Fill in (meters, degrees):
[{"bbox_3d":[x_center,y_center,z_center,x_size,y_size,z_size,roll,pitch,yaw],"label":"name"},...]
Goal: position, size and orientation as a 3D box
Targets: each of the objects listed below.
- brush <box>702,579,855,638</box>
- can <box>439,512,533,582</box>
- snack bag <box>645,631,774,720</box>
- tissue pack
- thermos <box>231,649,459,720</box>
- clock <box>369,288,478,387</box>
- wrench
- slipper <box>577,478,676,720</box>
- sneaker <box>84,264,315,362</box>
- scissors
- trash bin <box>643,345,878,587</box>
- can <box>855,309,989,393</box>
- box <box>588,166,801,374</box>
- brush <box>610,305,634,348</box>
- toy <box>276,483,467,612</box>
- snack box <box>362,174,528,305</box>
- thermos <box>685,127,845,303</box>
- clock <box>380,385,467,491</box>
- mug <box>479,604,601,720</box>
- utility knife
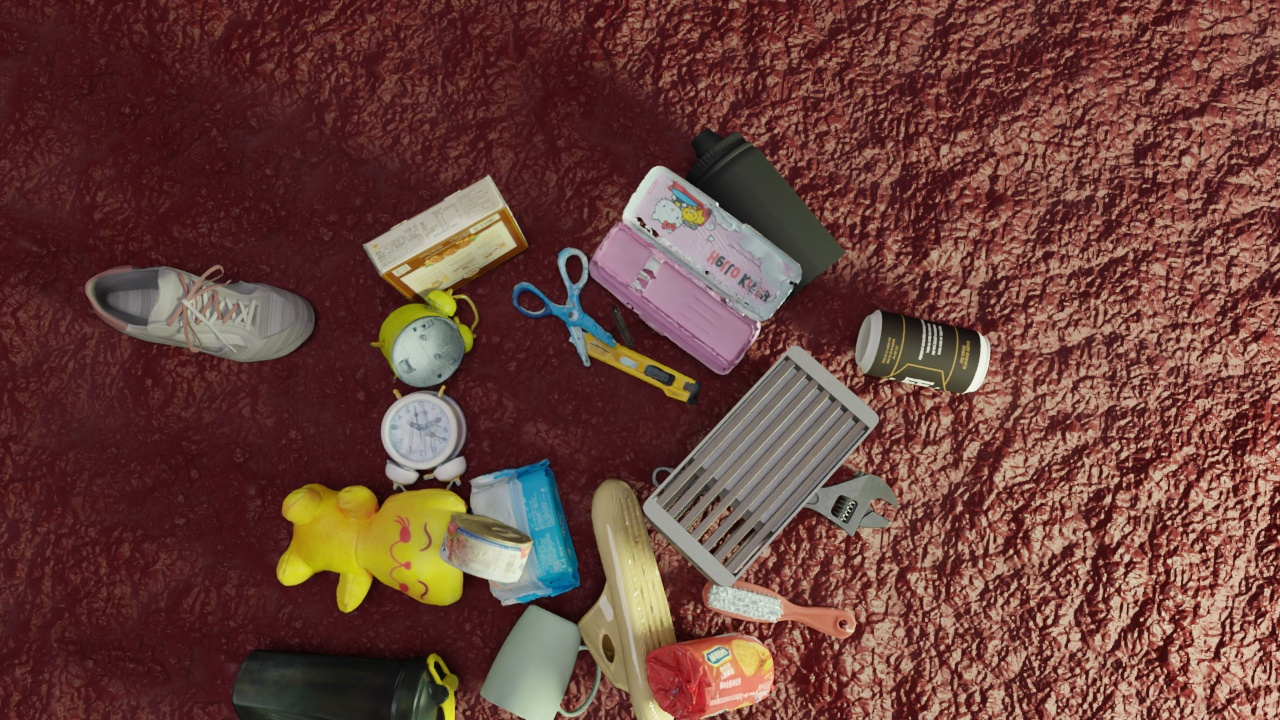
[{"bbox_3d":[0.153,0.272,0.998,0.172,0.030,0.041,13,85,0],"label":"brush"},{"bbox_3d":[-0.154,0.185,0.913,0.086,0.086,0.043,19,88,1],"label":"can"},{"bbox_3d":[0.070,0.318,0.929,0.082,0.176,0.082,-8,76,34],"label":"snack bag"},{"bbox_3d":[-0.125,0.187,0.986,0.093,0.061,0.144,-16,83,3],"label":"tissue pack"},{"bbox_3d":[-0.303,0.349,0.956,0.221,0.098,0.098,6,85,4],"label":"thermos"},{"bbox_3d":[-0.226,-0.025,0.993,0.119,0.057,0.083,-35,129,-17],"label":"clock"},{"bbox_3d":[0.148,0.146,1.016,0.273,0.018,0.073,8,84,1],"label":"wrench"},{"bbox_3d":[-0.022,0.257,0.970,0.079,0.111,0.261,-14,84,23],"label":"slipper"},{"bbox_3d":[-0.479,-0.055,0.988,0.236,0.089,0.099,6,85,0],"label":"sneaker"},{"bbox_3d":[-0.088,-0.051,1.024,0.118,0.013,0.140,-17,89,11],"label":"scissors"},{"bbox_3d":[0.120,0.114,0.954,0.114,0.114,0.228,43,81,10],"label":"trash bin"},{"bbox_3d":[0.306,-0.009,1.004,0.128,0.072,0.072,12,85,0],"label":"can"},{"bbox_3d":[0.056,-0.097,0.993,0.201,0.037,0.153,38,108,8],"label":"box"},{"bbox_3d":[-0.021,-0.036,0.966,0.008,0.143,0.045,-24,94,-2],"label":"brush"},{"bbox_3d":[-0.279,0.192,0.971,0.194,0.087,0.134,4,102,0],"label":"toy"},{"bbox_3d":[-0.199,-0.121,0.969,0.143,0.147,0.041,-31,80,-3],"label":"snack box"},{"bbox_3d":[0.128,-0.166,1.008,0.086,0.086,0.198,-39,87,-4],"label":"thermos"},{"bbox_3d":[-0.235,0.091,0.999,0.089,0.052,0.125,-6,88,-2],"label":"clock"},{"bbox_3d":[-0.096,0.324,0.965,0.111,0.084,0.104,27,74,-4],"label":"mug"},{"bbox_3d":[-0.006,0.006,1.028,0.159,0.017,0.030,24,76,4],"label":"utility knife"}]
